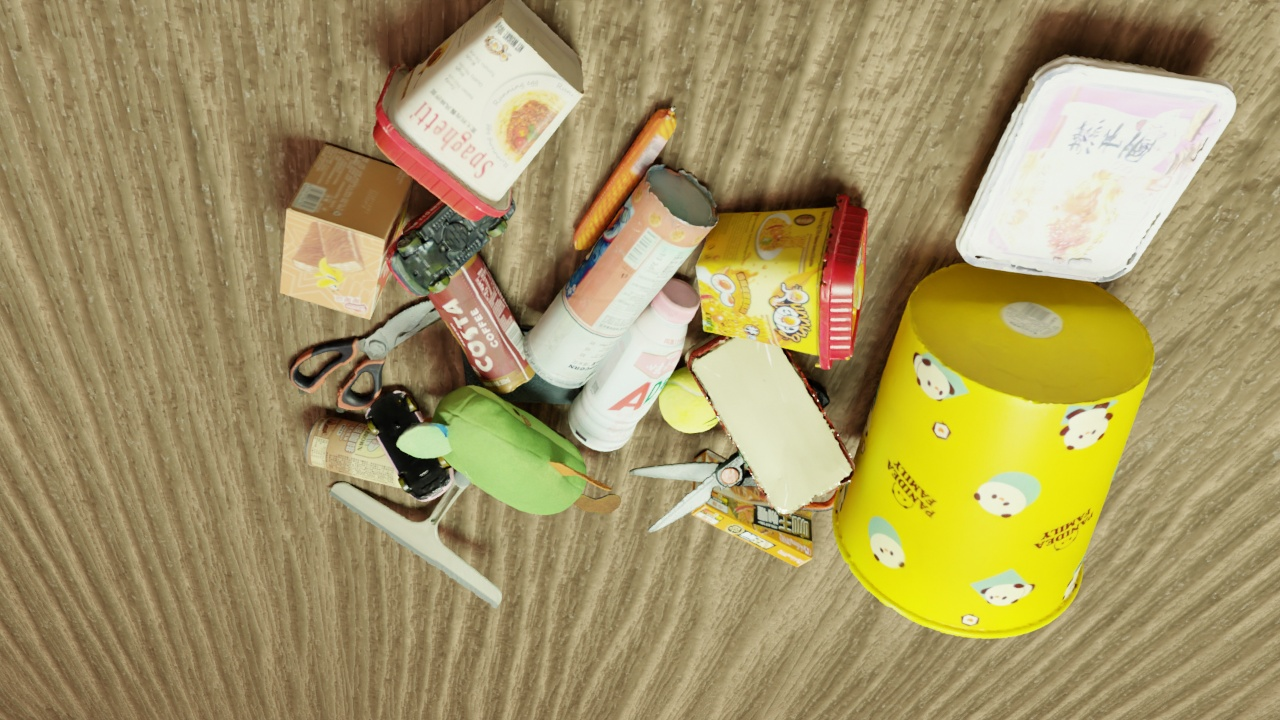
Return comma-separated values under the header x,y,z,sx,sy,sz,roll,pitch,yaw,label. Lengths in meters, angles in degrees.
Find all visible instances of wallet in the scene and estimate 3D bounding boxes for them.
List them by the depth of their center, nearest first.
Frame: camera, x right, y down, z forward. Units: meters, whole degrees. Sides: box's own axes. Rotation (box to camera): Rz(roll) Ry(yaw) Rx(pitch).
x,y,z,sx,sy,sz,roll,pitch,yaw,label
-0.118,0.004,0.912,0.121,0.019,0.097,4,135,1,wallet

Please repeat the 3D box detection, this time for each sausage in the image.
x,y,z,sx,sy,sz,roll,pitch,yaw,label
-0.016,-0.143,0.742,0.021,0.021,0.166,25,133,-18,sausage

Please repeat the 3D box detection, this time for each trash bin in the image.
x,y,z,sx,sy,sz,roll,pitch,yaw,label
0.297,0.069,0.789,0.230,0.229,0.256,3,130,4,trash bin

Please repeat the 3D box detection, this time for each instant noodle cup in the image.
x,y,z,sx,sy,sz,roll,pitch,yaw,label
-0.110,-0.185,0.655,0.124,0.116,0.116,-38,121,22,instant noodle cup
0.319,-0.145,0.671,0.138,0.060,0.174,8,135,-1,instant noodle cup
0.116,-0.067,0.748,0.124,0.115,0.116,7,138,17,instant noodle cup

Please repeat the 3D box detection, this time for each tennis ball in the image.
x,y,z,sx,sy,sz,roll,pitch,yaw,label
0.051,0.038,0.889,0.065,0.065,0.066,4,136,3,tennis ball

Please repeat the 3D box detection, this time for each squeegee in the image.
x,y,z,sx,sy,sz,roll,pitch,yaw,label
-0.210,0.142,1.052,0.246,0.039,0.247,35,125,-2,squeegee

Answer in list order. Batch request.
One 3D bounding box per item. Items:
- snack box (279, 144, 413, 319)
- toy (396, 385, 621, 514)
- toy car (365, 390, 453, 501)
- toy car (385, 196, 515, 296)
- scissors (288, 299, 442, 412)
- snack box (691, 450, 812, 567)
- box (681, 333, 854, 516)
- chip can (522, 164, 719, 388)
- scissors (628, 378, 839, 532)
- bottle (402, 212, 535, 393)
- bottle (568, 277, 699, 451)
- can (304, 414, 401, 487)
x,y,z,sx,sy,sz,roll,pitch,yaw,label
-0.242,-0.106,0.759,0.077,0.092,0.095,17,135,-10,snack box
-0.122,0.095,0.896,0.227,0.089,0.247,12,159,27,toy
-0.237,0.088,0.949,0.056,0.122,0.037,-32,163,-4,toy car
-0.154,-0.103,0.740,0.045,0.120,0.053,13,144,47,toy car
-0.263,-0.002,0.927,0.206,0.015,0.195,3,135,5,scissors
0.123,0.162,1.002,0.153,0.075,0.026,29,132,-22,snack box
0.114,0.049,0.820,0.091,0.079,0.168,-31,96,4,box
-0.021,-0.066,0.781,0.071,0.071,0.215,26,131,-19,chip can
0.108,0.101,0.923,0.221,0.021,0.225,19,107,-12,scissors
-0.152,-0.052,0.821,0.057,0.057,0.175,-12,125,19,bottle
-0.005,0.005,0.863,0.068,0.068,0.197,20,132,-13,bottle
-0.298,0.099,0.994,0.116,0.058,0.059,14,136,4,can
